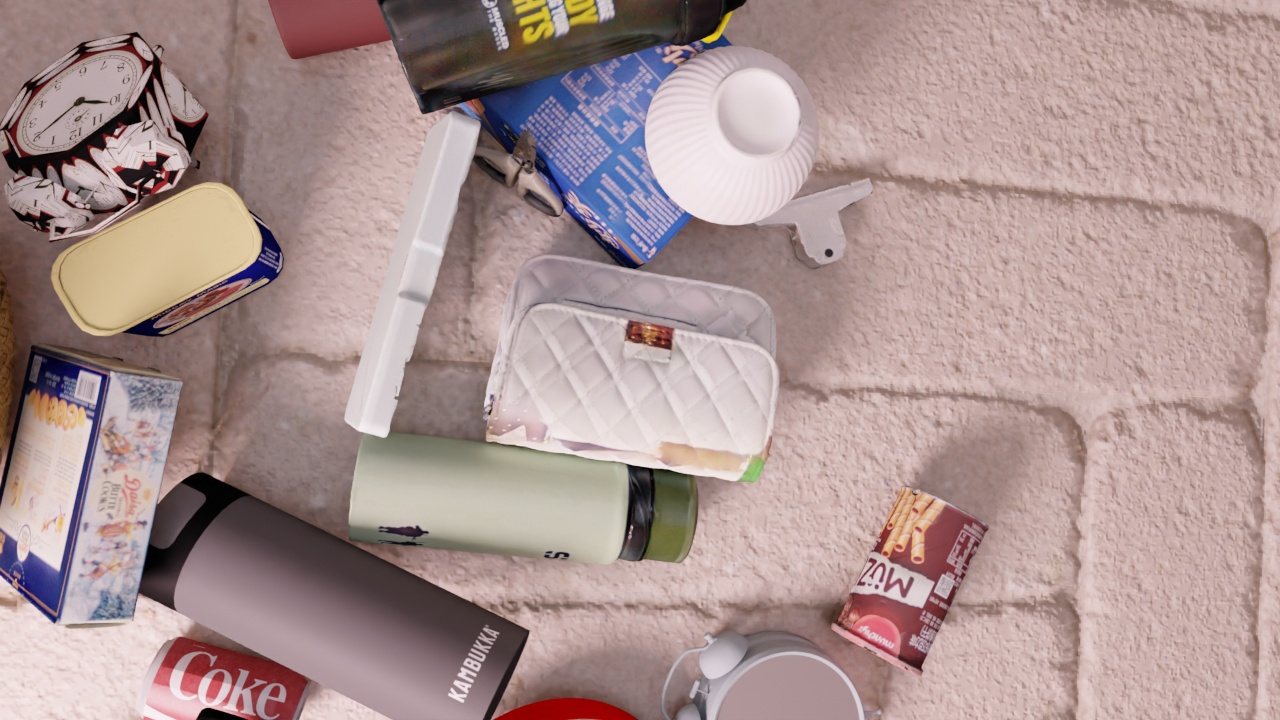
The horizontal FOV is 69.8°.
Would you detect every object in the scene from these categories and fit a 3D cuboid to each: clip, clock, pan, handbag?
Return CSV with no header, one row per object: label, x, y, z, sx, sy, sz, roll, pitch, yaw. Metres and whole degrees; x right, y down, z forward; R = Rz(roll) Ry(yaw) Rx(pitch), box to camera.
clip,0.134,-0.100,0.689,0.101,0.050,0.058,-17,79,-9
clock,0.091,0.261,0.673,0.159,0.045,0.122,24,84,-10
pan,-0.117,0.304,0.601,0.356,0.067,0.208,31,80,-22
handbag,-0.004,0.004,0.630,0.195,0.073,0.138,9,70,-9
clock,-0.328,-0.128,0.569,0.115,0.065,0.154,-22,55,4

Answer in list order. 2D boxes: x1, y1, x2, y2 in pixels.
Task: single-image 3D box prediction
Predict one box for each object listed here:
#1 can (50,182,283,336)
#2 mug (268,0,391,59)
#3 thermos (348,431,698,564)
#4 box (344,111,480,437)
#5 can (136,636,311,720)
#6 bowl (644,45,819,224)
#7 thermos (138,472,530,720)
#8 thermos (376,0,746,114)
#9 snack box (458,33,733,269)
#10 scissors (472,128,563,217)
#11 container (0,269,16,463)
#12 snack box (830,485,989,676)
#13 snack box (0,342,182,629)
can,-0.293,-0.059,0.585,0.116,0.092,0.056,-30,94,-9
mug,-0.208,-0.261,0.621,0.082,0.073,0.105,-15,63,-10
thermos,-0.076,0.094,0.633,0.231,0.082,0.082,7,88,-10
box,-0.148,-0.052,0.589,0.040,0.135,0.197,18,86,-20
can,-0.272,0.220,0.605,0.096,0.054,0.054,19,86,-9
bowl,0.066,-0.151,0.596,0.118,0.062,0.118,0,89,-11
thermos,-0.196,0.156,0.578,0.240,0.082,0.082,24,85,5
thermos,-0.043,-0.220,0.564,0.220,0.098,0.098,-22,93,-7
snack box,-0.022,-0.189,0.647,0.202,0.069,0.155,44,82,-7
scissors,-0.067,-0.120,0.592,0.121,0.171,0.012,37,81,-35
container,-0.462,0.019,0.457,0.196,0.307,0.307,5,88,-14
snack box,0.200,0.162,0.680,0.072,0.072,0.121,29,84,-8
snack box,-0.340,0.069,0.555,0.042,0.145,0.145,13,87,-49
